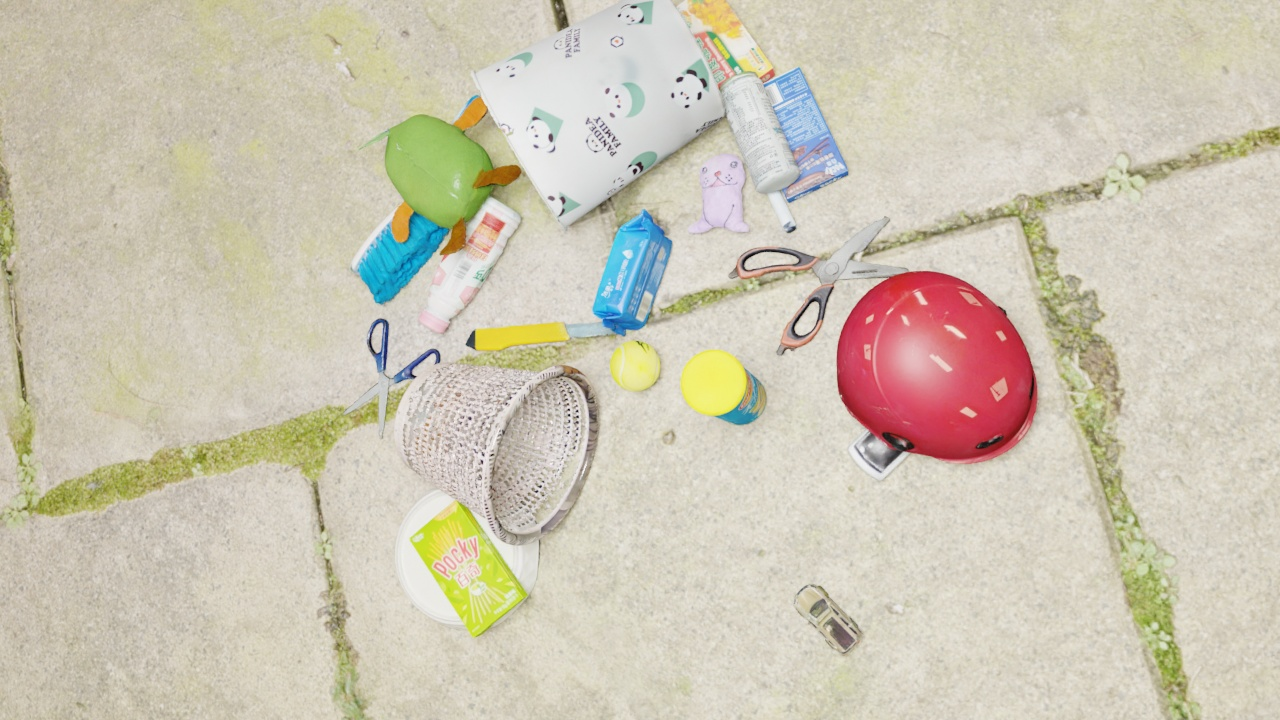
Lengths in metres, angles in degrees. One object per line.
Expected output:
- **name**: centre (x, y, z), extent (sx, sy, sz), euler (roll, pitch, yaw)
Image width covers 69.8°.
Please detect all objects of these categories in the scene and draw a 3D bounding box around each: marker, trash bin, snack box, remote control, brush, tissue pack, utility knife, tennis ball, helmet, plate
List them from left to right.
- **brush**: centre (-0.300, -0.228, 1.294), extent (0.109, 0.060, 0.314), euler (43, 92, 19)
- **plate**: centre (-0.237, 0.256, 1.220), extent (0.205, 0.045, 0.204), euler (-2, 83, 15)
- **snack box**: centre (-0.222, 0.265, 1.178), extent (0.086, 0.026, 0.156), euler (-39, 75, 6)
- **trash bin**: centre (-0.192, 0.095, 1.155), extent (0.192, 0.227, 0.227), euler (16, 87, 28)
- **utility knife**: centre (-0.136, -0.034, 1.243), extent (0.219, 0.015, 0.033), euler (-4, 81, 16)
- **trash bin**: centre (-0.047, -0.325, 1.157), extent (0.252, 0.229, 0.229), euler (-30, 77, 4)
- **tissue pack**: centre (-0.011, -0.110, 1.182), extent (0.052, 0.095, 0.157), euler (19, 88, 21)
- **tennis ball**: centre (-0.007, 0.007, 1.181), extent (0.065, 0.065, 0.065), euler (-2, 83, 14)
- **snack box**: centre (0.105, -0.421, 1.223), extent (0.077, 0.027, 0.155), euler (-34, 76, 9)
- **marker**: centre (0.169, -0.225, 1.187), extent (0.018, 0.023, 0.130), euler (-19, 76, -19)
- **snack box**: centre (0.198, -0.291, 1.184), extent (0.085, 0.026, 0.157), euler (-24, 78, 12)
- **remote control**: centre (0.320, 0.078, 1.111), extent (0.150, 0.021, 0.058), euler (-46, 75, 4)
- **helmet**: centre (0.333, 0.000, 1.037), extent (0.240, 0.144, 0.207), euler (38, 87, 25)

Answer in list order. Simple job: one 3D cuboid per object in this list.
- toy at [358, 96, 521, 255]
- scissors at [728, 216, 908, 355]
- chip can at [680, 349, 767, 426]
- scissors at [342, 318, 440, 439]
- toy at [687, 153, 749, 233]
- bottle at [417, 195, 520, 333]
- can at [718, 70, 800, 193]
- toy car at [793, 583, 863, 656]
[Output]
- **toy**: centre (-0.263, -0.247, 1.211), extent (0.247, 0.090, 0.227), euler (44, 102, 31)
- **scissors**: centre (0.223, -0.108, 1.163), extent (0.189, 0.015, 0.226), euler (37, 92, 16)
- **chip can**: centre (0.102, 0.036, 1.074), extent (0.071, 0.210, 0.071), euler (-2, 83, 14)
- **scissors**: centre (-0.355, 0.021, 1.296), extent (0.162, 0.012, 0.175), euler (-14, 81, 12)
- **toy**: centre (0.103, -0.217, 1.194), extent (0.084, 0.039, 0.108), euler (0, 84, 23)
- **bottle**: centre (-0.239, -0.130, 1.257), extent (0.068, 0.068, 0.197), euler (32, 93, 16)
- **can**: centre (0.148, -0.286, 1.153), extent (0.058, 0.058, 0.146), euler (-22, 78, 11)
- **toy car**: centre (0.224, 0.310, 1.102), extent (0.042, 0.035, 0.090), euler (-45, 73, 4)
